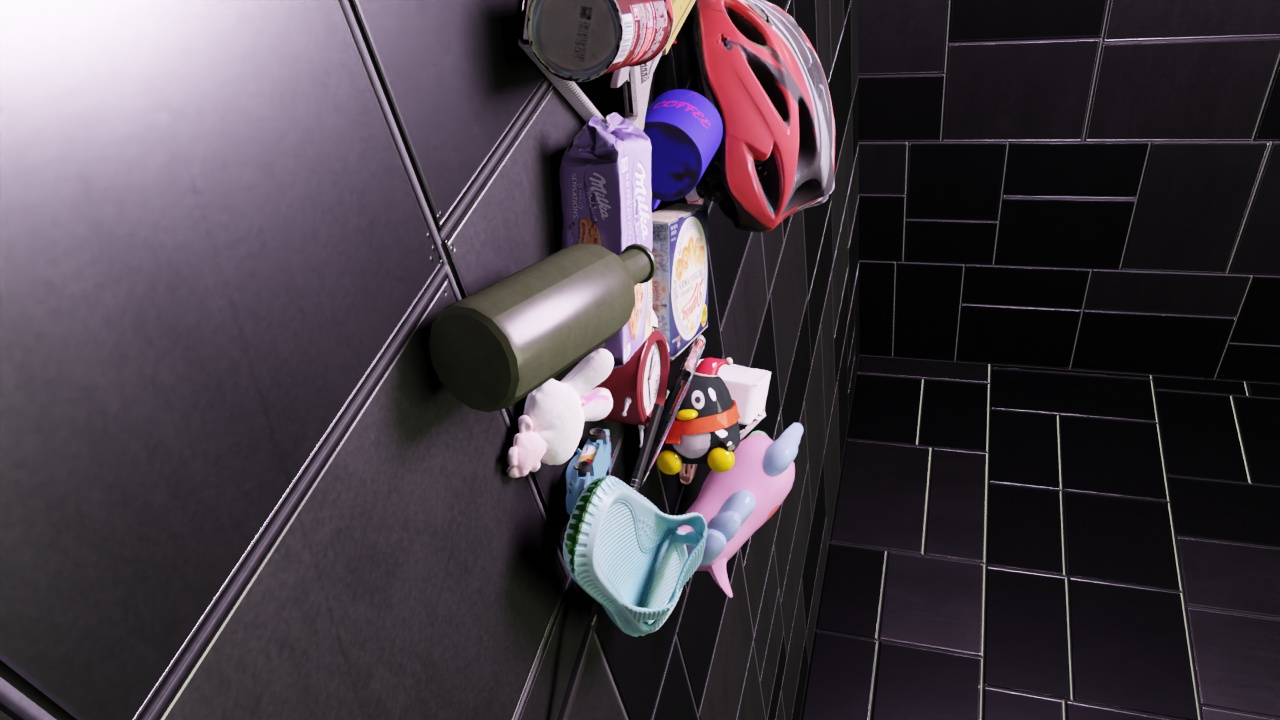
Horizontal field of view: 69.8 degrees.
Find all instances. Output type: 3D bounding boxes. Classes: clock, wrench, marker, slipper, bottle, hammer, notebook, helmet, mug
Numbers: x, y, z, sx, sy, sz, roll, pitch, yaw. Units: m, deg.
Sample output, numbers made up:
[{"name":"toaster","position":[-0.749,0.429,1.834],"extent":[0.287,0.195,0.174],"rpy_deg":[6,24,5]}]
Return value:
[{"name":"clock","position":[-0.005,0.005,0.875],"extent":[0.096,0.048,0.137],"rpy_deg":[65,36,-57]},{"name":"wrench","position":[0.020,-0.306,0.856],"extent":[0.084,0.018,0.272],"rpy_deg":[77,27,-45]},{"name":"marker","position":[0.056,-0.202,1.060],"extent":[0.145,0.019,0.019],"rpy_deg":[53,44,-64]},{"name":"slipper","position":[0.009,0.178,0.798],"extent":[0.115,0.069,0.276],"rpy_deg":[-66,154,-19]},{"name":"bottle","position":[-0.052,-0.037,0.627],"extent":[0.206,0.071,0.071],"rpy_deg":[-37,130,-52]},{"name":"hammer","position":[-0.033,0.191,0.812],"extent":[0.095,0.015,0.324],"rpy_deg":[42,63,-65]},{"name":"notebook","position":[-0.043,-0.278,0.747],"extent":[0.206,0.016,0.149],"rpy_deg":[28,67,-71]},{"name":"helmet","position":[0.121,-0.278,1.006],"extent":[0.217,0.167,0.272],"rpy_deg":[-15,90,-86]},{"name":"mug","position":[0.026,-0.197,0.893],"extent":[0.083,0.079,0.111],"rpy_deg":[-63,177,-50]}]

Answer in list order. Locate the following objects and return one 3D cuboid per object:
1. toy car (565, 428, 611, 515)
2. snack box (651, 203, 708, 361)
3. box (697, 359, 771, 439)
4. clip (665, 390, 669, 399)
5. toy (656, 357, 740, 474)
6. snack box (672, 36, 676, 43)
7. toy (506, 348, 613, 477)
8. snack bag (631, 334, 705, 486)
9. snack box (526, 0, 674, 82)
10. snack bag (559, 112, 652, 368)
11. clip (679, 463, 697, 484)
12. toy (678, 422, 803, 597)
[{"name":"toy car","position":[-0.048,0.101,0.802],"extent":[0.107,0.027,0.060],"rpy_deg":[-70,158,-65]},{"name":"snack box","position":[0.035,-0.088,0.986],"extent":[0.144,0.043,0.145],"rpy_deg":[-41,132,-64]},{"name":"box","position":[0.104,0.073,1.150],"extent":[0.109,0.103,0.130],"rpy_deg":[-31,131,-69]},{"name":"clip","position":[0.011,0.027,0.964],"extent":[0.047,0.023,0.076],"rpy_deg":[-60,153,-20]},{"name":"toy","position":[0.064,0.059,1.036],"extent":[0.099,0.098,0.119],"rpy_deg":[-35,118,-67]},{"name":"snack box","position":[0.018,-0.386,0.892],"extent":[0.089,0.021,0.133],"rpy_deg":[-11,105,-71]},{"name":"toy","position":[-0.065,0.045,0.712],"extent":[0.125,0.037,0.076],"rpy_deg":[-43,143,-35]},{"name":"snack bag","position":[0.028,0.053,0.943],"extent":[0.074,0.018,0.155],"rpy_deg":[-60,173,-60]},{"name":"snack box","position":[-0.026,-0.243,0.659],"extent":[0.121,0.072,0.072],"rpy_deg":[-50,141,-61]},{"name":"snack bag","position":[-0.028,-0.098,0.762],"extent":[0.096,0.058,0.205],"rpy_deg":[-46,138,-65]},{"name":"clip","position":[0.059,0.125,1.146],"extent":[0.062,0.025,0.047],"rpy_deg":[87,22,-44]},{"name":"toy","position":[0.117,0.169,1.111],"extent":[0.222,0.120,0.171],"rpy_deg":[-48,-179,16]}]
